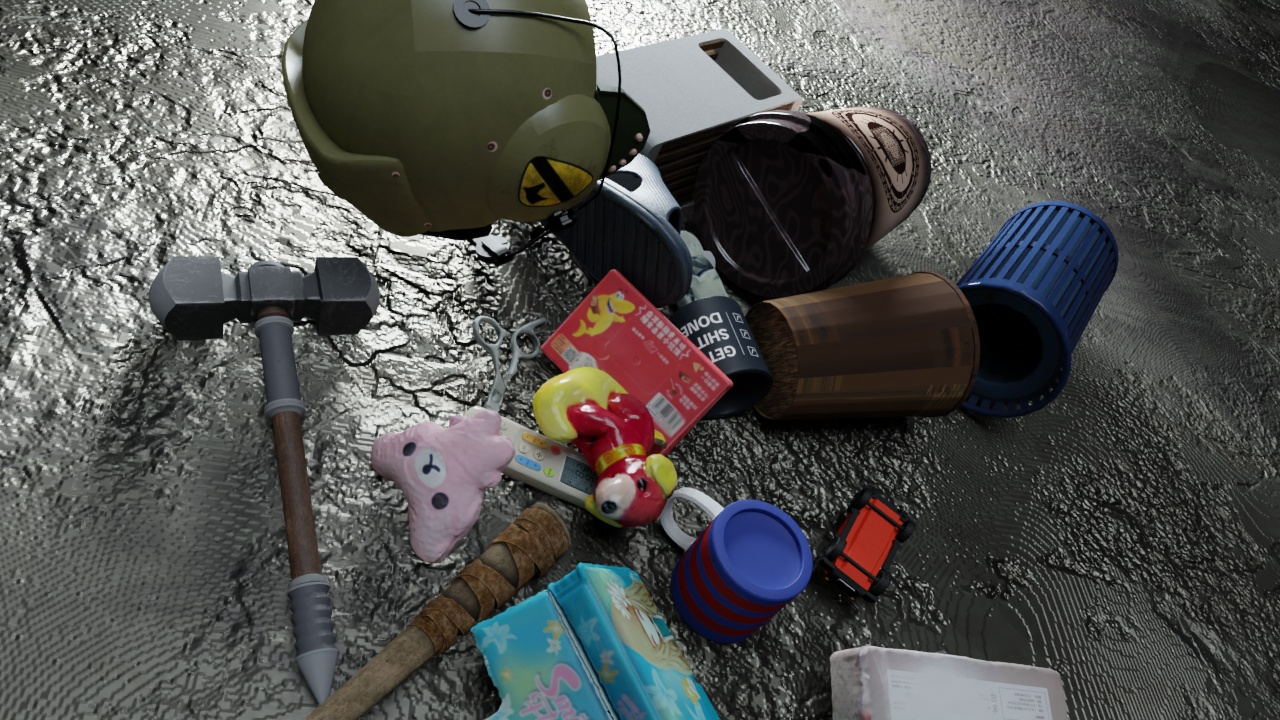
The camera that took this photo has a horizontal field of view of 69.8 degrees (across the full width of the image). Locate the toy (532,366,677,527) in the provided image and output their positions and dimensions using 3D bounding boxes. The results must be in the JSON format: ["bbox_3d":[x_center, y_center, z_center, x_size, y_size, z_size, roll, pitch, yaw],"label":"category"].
[{"bbox_3d":[-0.021,0.061,0.669,0.105,0.067,0.137,1,46,-39],"label":"toy"}]

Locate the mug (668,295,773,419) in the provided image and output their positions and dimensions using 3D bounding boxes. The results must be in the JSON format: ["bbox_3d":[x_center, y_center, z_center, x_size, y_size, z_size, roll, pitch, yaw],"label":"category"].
[{"bbox_3d":[0.048,0.003,0.767,0.105,0.071,0.077,-17,58,-4],"label":"mug"}]

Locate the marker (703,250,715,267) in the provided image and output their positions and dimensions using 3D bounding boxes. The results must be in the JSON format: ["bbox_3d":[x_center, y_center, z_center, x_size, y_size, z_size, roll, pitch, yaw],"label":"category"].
[{"bbox_3d":[0.011,-0.088,0.846,0.125,0.025,0.025,-5,56,-28],"label":"marker"}]

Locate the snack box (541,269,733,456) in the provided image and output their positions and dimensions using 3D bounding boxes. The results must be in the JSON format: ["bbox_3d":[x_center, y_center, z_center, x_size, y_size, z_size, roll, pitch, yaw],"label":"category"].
[{"bbox_3d":[-0.004,0.004,0.726,0.133,0.089,0.021,45,9,14],"label":"snack box"}]

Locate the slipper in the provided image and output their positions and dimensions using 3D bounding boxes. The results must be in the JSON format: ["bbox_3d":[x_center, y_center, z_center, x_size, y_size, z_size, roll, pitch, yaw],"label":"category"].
[{"bbox_3d":[-0.027,-0.136,0.793,0.082,0.101,0.263,-25,48,-30],"label":"slipper"}]

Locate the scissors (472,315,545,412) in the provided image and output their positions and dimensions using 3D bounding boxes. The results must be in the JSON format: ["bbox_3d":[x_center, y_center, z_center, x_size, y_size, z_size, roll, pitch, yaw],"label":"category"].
[{"bbox_3d":[-0.103,0.025,0.710,0.090,0.014,0.171,13,57,-37],"label":"scissors"}]

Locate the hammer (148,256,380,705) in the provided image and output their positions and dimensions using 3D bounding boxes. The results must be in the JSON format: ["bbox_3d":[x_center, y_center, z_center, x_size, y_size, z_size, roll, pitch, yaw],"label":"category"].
[{"bbox_3d":[-0.228,0.066,0.600,0.155,0.043,0.321,-3,57,-28],"label":"hammer"}]

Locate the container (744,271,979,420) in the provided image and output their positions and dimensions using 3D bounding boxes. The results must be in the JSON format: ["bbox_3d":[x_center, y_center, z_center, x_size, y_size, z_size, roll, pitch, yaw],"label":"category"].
[{"bbox_3d":[0.182,-0.007,0.799,0.167,0.132,0.132,-6,56,-22],"label":"container"}]

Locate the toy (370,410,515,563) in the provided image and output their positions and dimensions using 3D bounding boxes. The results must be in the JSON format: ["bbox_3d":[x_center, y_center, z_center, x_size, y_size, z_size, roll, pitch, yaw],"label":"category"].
[{"bbox_3d":[-0.128,0.073,0.614,0.099,0.096,0.052,58,8,23],"label":"toy"}]

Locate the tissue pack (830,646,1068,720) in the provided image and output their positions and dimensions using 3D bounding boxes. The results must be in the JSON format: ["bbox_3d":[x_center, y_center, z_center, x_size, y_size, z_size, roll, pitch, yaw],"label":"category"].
[{"bbox_3d":[0.215,0.253,0.644,0.181,0.071,0.103,10,62,-19],"label":"tissue pack"}]

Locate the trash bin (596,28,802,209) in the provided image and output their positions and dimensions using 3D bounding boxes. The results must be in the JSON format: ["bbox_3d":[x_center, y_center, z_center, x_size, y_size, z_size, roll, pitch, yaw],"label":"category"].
[{"bbox_3d":[0.032,-0.231,0.911,0.228,0.115,0.114,-28,69,-39],"label":"trash bin"}]

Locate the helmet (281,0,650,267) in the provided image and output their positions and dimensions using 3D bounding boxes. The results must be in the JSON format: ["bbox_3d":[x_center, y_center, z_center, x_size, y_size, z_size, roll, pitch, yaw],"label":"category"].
[{"bbox_3d":[-0.142,-0.199,0.692,0.232,0.256,0.250,-7,55,-32],"label":"helmet"}]

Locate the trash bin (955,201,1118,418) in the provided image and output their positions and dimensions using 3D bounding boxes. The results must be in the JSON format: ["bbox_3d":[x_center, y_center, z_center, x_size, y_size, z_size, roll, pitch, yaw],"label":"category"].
[{"bbox_3d":[0.392,-0.064,0.932,0.139,0.140,0.248,41,46,10],"label":"trash bin"}]

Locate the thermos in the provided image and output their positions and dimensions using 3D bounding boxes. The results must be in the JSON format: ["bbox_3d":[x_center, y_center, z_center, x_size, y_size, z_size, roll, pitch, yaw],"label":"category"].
[{"bbox_3d":[0.182,-0.170,0.906,0.172,0.173,0.225,46,42,15],"label":"thermos"}]

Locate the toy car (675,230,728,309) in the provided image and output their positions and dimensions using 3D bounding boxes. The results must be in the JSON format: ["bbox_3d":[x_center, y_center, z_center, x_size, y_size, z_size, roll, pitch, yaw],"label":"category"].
[{"bbox_3d":[0.049,-0.070,0.826,0.047,0.033,0.105,-27,88,-29],"label":"toy car"}]

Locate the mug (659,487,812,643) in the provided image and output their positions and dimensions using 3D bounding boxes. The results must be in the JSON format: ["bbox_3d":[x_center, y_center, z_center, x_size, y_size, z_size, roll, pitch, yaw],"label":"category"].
[{"bbox_3d":[0.058,0.135,0.650,0.074,0.076,0.112,-27,68,-39],"label":"mug"}]

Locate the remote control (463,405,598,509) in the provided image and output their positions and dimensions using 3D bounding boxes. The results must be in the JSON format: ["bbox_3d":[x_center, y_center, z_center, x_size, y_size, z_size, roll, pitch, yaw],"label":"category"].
[{"bbox_3d":[-0.075,0.073,0.670,0.125,0.018,0.038,27,47,-15],"label":"remote control"}]

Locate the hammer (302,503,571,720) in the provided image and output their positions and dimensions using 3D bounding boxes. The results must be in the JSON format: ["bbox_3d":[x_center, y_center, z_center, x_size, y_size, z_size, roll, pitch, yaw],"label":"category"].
[{"bbox_3d":[-0.148,0.178,0.529,0.121,0.049,0.317,56,43,-3],"label":"hammer"}]

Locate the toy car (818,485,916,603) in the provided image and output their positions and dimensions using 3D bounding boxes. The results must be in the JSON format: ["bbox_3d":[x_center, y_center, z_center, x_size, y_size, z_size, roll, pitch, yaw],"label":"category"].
[{"bbox_3d":[0.174,0.145,0.716,0.051,0.049,0.100,38,47,6],"label":"toy car"}]

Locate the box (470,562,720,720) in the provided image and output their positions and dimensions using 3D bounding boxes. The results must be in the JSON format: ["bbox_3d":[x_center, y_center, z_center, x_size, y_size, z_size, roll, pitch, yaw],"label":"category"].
[{"bbox_3d":[-0.005,0.232,0.530,0.172,0.084,0.227,-8,57,-42],"label":"box"}]
